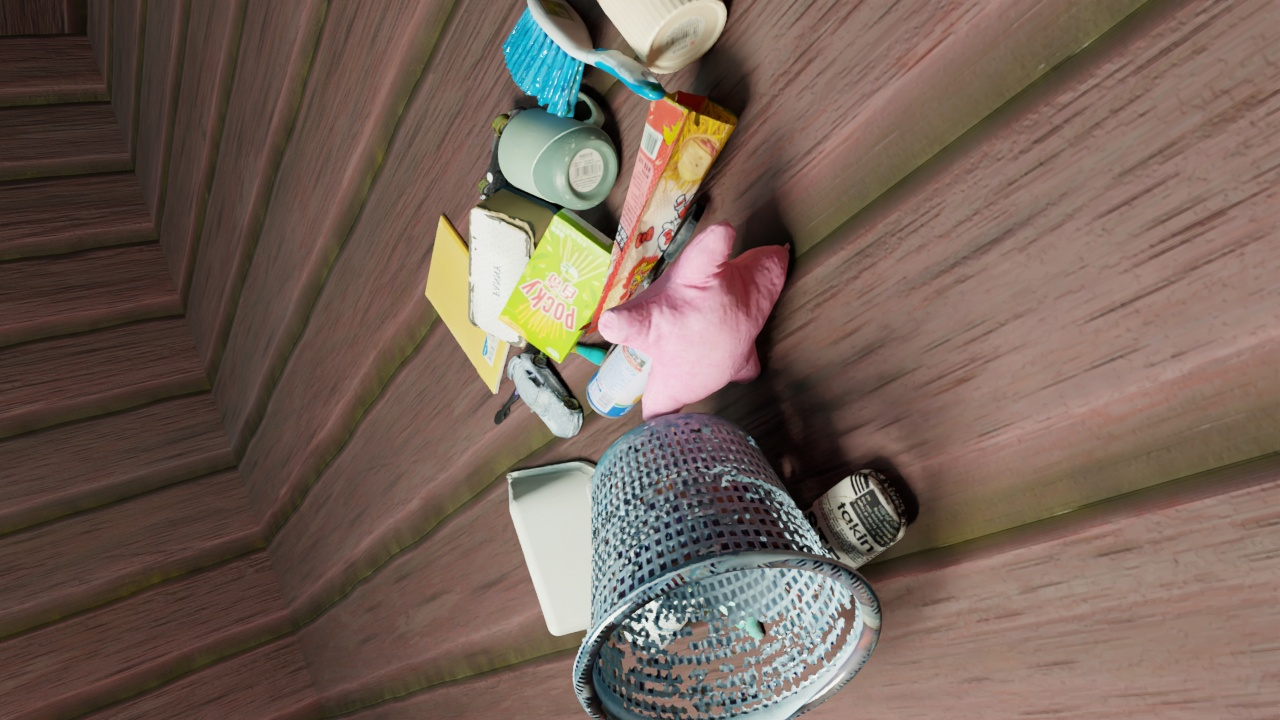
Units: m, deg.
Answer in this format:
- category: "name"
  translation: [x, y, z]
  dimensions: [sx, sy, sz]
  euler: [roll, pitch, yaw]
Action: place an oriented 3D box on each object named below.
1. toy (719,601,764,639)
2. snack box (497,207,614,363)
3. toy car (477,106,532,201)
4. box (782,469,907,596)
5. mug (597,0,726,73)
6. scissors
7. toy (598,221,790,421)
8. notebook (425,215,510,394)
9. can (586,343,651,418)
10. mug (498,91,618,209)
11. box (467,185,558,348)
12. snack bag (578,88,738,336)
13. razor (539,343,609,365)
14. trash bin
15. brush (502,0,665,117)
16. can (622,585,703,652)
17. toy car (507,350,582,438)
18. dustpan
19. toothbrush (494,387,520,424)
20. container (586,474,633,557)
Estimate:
- category: "toy"
  translation: [0.099, 0.217, 0.878]
  dimensions: [0.096, 0.030, 0.092]
  euler: [41, 134, 9]
- category: "snack box"
  translation: [-0.081, -0.074, 0.951]
  dimensions: [0.086, 0.026, 0.157]
  euler: [37, 129, 0]
- category: "toy car"
  translation: [-0.143, -0.209, 1.027]
  dimensions: [0.070, 0.042, 0.159]
  euler: [53, 138, 23]
- category: "box"
  translation: [0.156, 0.147, 0.759]
  dimensions: [0.070, 0.055, 0.165]
  euler: [45, 138, 11]
- category: "mug"
  translation: [0.022, -0.310, 0.744]
  dimensions: [0.115, 0.081, 0.106]
  euler: [-38, 72, 22]
- category: "scissors"
  translation: [0.009, -0.069, 0.805]
  dimensions: [0.014, 0.178, 0.159]
  euler: [34, 180, -4]
- category: "toy"
  translation: [0.059, -0.030, 0.744]
  dimensions: [0.074, 0.178, 0.195]
  euler: [46, 171, 37]
- category: "notebook"
  translation: [-0.230, -0.075, 1.228]
  dimensions: [0.206, 0.010, 0.146]
  euler: [51, 139, 28]
- category: "can"
  translation: [-0.005, 0.005, 0.918]
  dimensions: [0.053, 0.053, 0.135]
  euler: [61, 143, 17]
- category: "mug"
  translation: [-0.073, -0.212, 0.910]
  dimensions: [0.106, 0.082, 0.112]
  euler: [30, 96, 45]
- category: "box"
  translation: [-0.143, -0.106, 1.021]
  dimensions: [0.090, 0.060, 0.185]
  euler: [27, 132, 16]
- category: "snack bag"
  translation: [0.006, -0.124, 0.782]
  dimensions: [0.073, 0.128, 0.208]
  euler: [25, 115, -1]
- category: "razor"
  translation: [-0.068, -0.011, 1.017]
  dimensions: [0.133, 0.028, 0.043]
  euler: [17, 91, 53]
- category: "trash bin"
  translation: [0.049, 0.155, 0.727]
  dimensions: [0.194, 0.226, 0.227]
  euler: [-105, 24, -50]
- category: "brush"
  translation: [-0.057, -0.265, 0.826]
  dimensions: [0.110, 0.060, 0.314]
  euler: [-64, 36, 33]
- category: "can"
  translation: [0.030, 0.251, 0.964]
  dimensions: [0.058, 0.058, 0.147]
  euler: [54, 140, 25]
- category: "toy car"
  translation: [-0.115, 0.042, 1.093]
  dimensions: [0.120, 0.036, 0.054]
  euler: [48, 137, 20]
- category: "dustpan"
  translation: [-0.072, 0.229, 1.136]
  dimensions: [0.258, 0.142, 0.222]
  euler: [137, 115, -83]
- category: "toothbrush"
  translation: [-0.149, 0.033, 1.163]
  dimensions: [0.014, 0.016, 0.190]
  euler: [51, 138, 10]
- category: "container"
  translation: [0.021, 0.144, 0.910]
  dimensions: [0.115, 0.090, 0.090]
  euler: [-13, 93, 52]
